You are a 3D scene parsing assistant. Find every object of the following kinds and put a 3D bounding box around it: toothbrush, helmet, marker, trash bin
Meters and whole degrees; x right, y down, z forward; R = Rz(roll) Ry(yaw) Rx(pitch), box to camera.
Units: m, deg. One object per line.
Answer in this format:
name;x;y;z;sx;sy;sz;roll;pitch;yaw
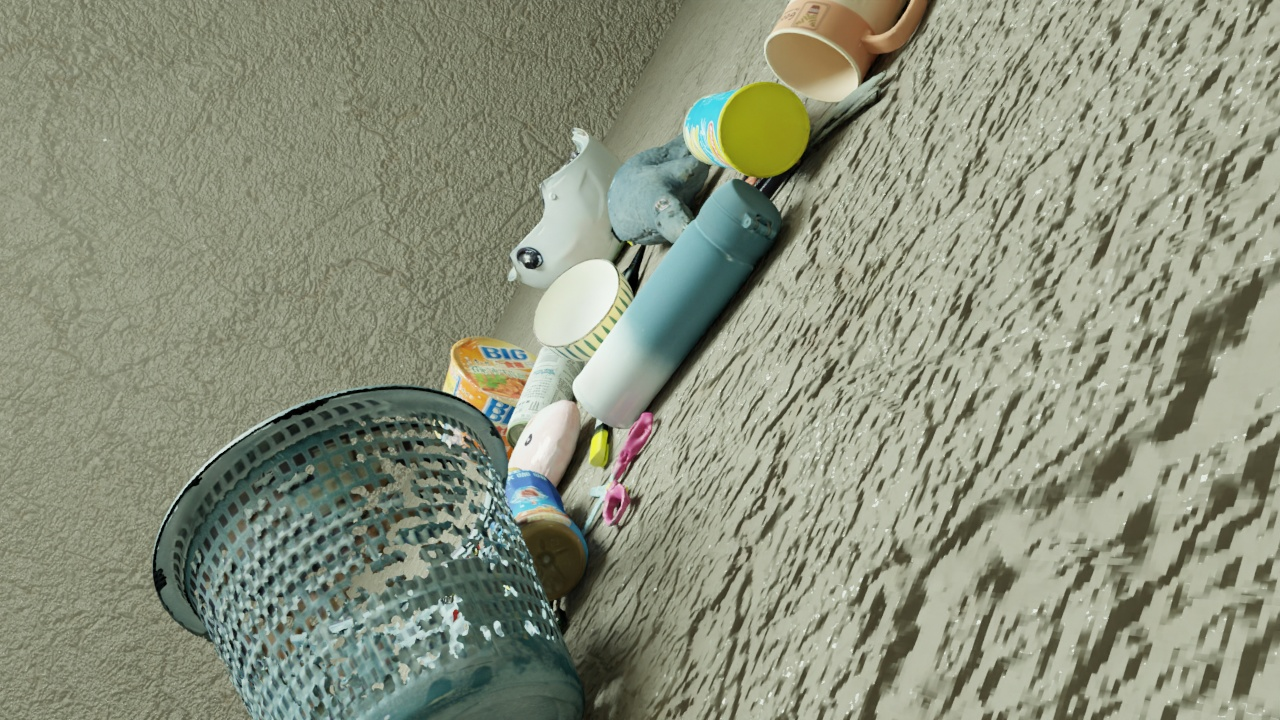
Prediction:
toothbrush;-0.069;0.169;0.734;0.017;0.012;0.185;-51;13;7
toothbrush;-0.014;-0.095;1.111;0.027;0.026;0.212;-5;45;32
helmet;-0.092;-0.205;1.387;0.259;0.146;0.228;-60;8;36
marker;-0.035;0.066;0.841;0.018;0.015;0.124;-54;10;16
trash bin;-0.140;0.161;0.534;0.227;0.226;0.195;-55;50;17

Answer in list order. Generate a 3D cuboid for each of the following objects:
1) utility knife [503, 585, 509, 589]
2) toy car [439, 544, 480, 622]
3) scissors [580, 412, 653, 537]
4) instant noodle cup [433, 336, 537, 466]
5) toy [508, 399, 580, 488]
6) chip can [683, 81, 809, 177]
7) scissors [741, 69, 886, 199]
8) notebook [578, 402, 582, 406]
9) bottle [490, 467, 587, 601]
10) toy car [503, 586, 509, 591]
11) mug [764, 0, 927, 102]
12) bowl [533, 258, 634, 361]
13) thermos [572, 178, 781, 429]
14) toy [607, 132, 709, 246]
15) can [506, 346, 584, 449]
utility knife;-0.120;0.202;0.838;0.163;0.018;0.030;-34;23;58
toy car;-0.196;0.242;1.001;0.049;0.031;0.106;-52;15;25
scissors;-0.022;0.096;0.719;0.135;0.017;0.133;-66;10;-13
instant noodle cup;-0.187;0.057;1.164;0.151;0.151;0.112;-86;22;-64
toy;-0.105;0.114;0.914;0.122;0.054;0.159;-37;33;60
chip can;0.085;-0.199;0.796;0.071;0.071;0.210;-57;12;9
scissors;0.128;-0.167;0.757;0.194;0.015;0.206;-54;13;14
notebook;0.012;-0.055;0.873;0.206;0.010;0.145;-52;6;14
bottle;-0.093;0.130;0.756;0.065;0.065;0.219;-59;15;0
toy car;-0.112;0.198;0.732;0.037;0.056;0.122;-54;11;-11
mug;0.169;-0.270;0.717;0.115;0.081;0.105;17;73;50
bowl;-0.053;-0.046;1.004;0.117;0.066;0.116;-22;46;25
thermos;0.029;-0.043;0.735;0.221;0.070;0.070;-53;14;23
toy;0.024;-0.200;1.091;0.138;0.091;0.355;-25;25;15
can;-0.109;0.043;1.071;0.058;0.058;0.146;-48;16;39
